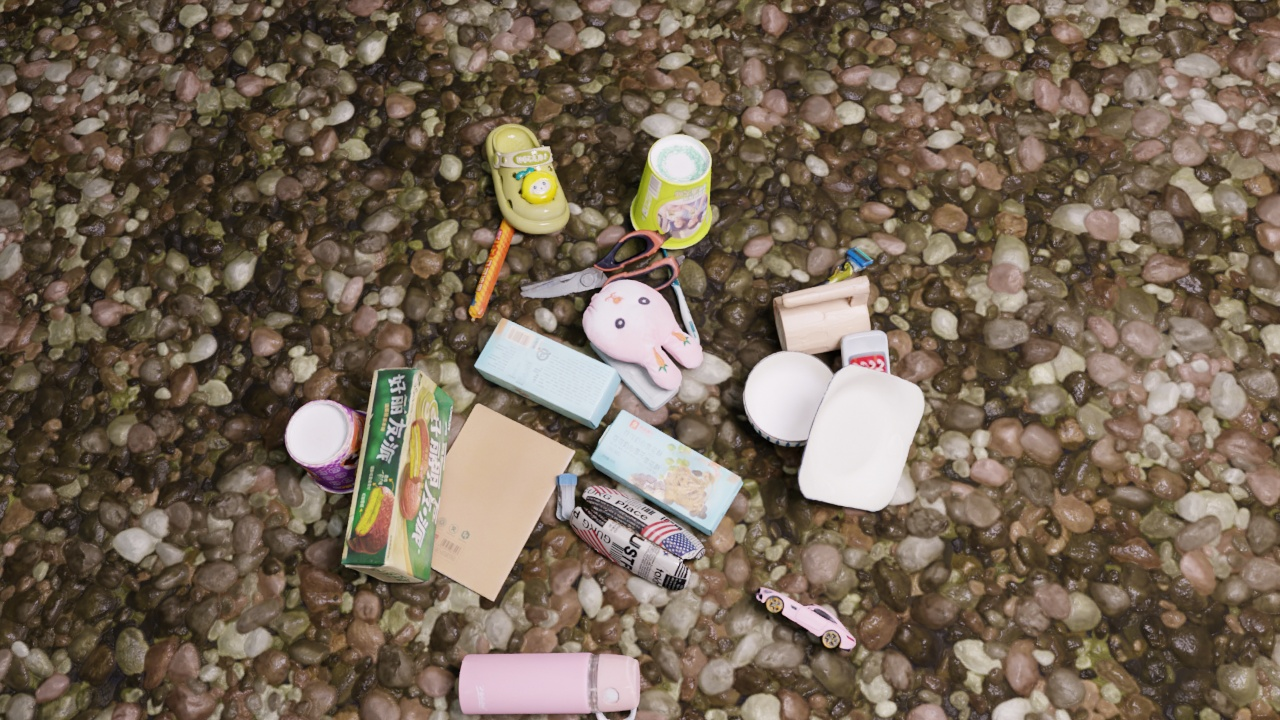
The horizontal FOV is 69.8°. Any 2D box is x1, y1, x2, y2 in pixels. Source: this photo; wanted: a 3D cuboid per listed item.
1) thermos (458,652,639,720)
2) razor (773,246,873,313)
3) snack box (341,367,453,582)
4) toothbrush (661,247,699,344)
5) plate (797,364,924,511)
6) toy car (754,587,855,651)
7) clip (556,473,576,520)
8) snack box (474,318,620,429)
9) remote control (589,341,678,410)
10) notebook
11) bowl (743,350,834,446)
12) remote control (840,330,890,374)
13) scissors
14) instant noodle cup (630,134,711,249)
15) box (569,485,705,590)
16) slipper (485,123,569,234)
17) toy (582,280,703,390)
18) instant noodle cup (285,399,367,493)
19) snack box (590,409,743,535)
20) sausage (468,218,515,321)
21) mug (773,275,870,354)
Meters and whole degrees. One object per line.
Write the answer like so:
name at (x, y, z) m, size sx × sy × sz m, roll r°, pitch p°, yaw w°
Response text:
thermos at (-0.100, 0.375, 1.040) m, size 0.198 × 0.067 × 0.087 m, roll -1°, pitch 102°, yaw 3°
razor at (0.235, -0.096, 1.195) m, size 0.142 × 0.022 × 0.042 m, roll -33°, pitch 37°, yaw -2°
snack box at (-0.287, 0.138, 1.101) m, size 0.063 × 0.114 × 0.239 m, roll -1°, pitch 67°, yaw 11°
toothbrush at (0.043, -0.101, 1.217) m, size 0.018 × 0.016 × 0.191 m, roll -22°, pitch 69°, yaw 8°
plate at (0.251, 0.089, 1.072) m, size 0.164 × 0.034 × 0.163 m, roll 16°, pitch 94°, yaw -32°
toy car at (0.188, 0.291, 1.043) m, size 0.122 × 0.056 × 0.037 m, roll 29°, pitch 79°, yaw 14°
clip at (-0.092, 0.169, 1.130) m, size 0.026 × 0.038 × 0.058 m, roll 8°, pitch 71°, yaw -29°
snack box at (-0.118, 0.017, 1.170) m, size 0.175 × 0.052 × 0.074 m, roll 24°, pitch 76°, yaw 14°
remote control at (-0.007, 0.007, 1.179) m, size 0.049 × 0.024 × 0.125 m, roll -41°, pitch 71°, yaw -11°
notebook at (-0.194, 0.173, 1.145) m, size 0.148 × 0.008 × 0.207 m, roll 24°, pitch 74°, yaw 13°
bowl at (0.184, 0.053, 1.123) m, size 0.116 × 0.066 × 0.116 m, roll -2°, pitch 69°, yaw 5°
remote control at (0.276, 0.032, 1.113) m, size 0.056 × 0.020 × 0.136 m, roll -7°, pitch 101°, yaw 2°
scissors at (-0.058, -0.125, 1.213) m, size 0.208 × 0.015 × 0.185 m, roll 25°, pitch 105°, yaw 2°
instant noodle cup at (0.046, -0.225, 1.194) m, size 0.111 × 0.124 × 0.111 m, roll 2°, pitch 63°, yaw -4°
box at (0.000, 0.200, 1.094) m, size 0.163 × 0.076 × 0.087 m, roll 28°, pitch 55°, yaw 17°
slipper at (-0.159, -0.260, 1.251) m, size 0.091 × 0.082 × 0.190 m, roll -16°, pitch 65°, yaw -16°
toy at (0.004, -0.035, 1.160) m, size 0.159 × 0.054 × 0.121 m, roll 39°, pitch 56°, yaw 7°
instant noodle cup at (-0.381, 0.102, 1.139) m, size 0.111 × 0.099 × 0.111 m, roll -1°, pitch 71°, yaw 3°
snack box at (0.031, 0.136, 1.114) m, size 0.175 × 0.052 × 0.074 m, roll 29°, pitch 76°, yaw 14°
sausage at (-0.200, -0.128, 1.244) m, size 0.021 × 0.021 × 0.165 m, roll 14°, pitch 72°, yaw 10°
mug at (0.223, -0.058, 1.129) m, size 0.103 × 0.125 × 0.084 m, roll -12°, pitch 66°, yaw 2°
